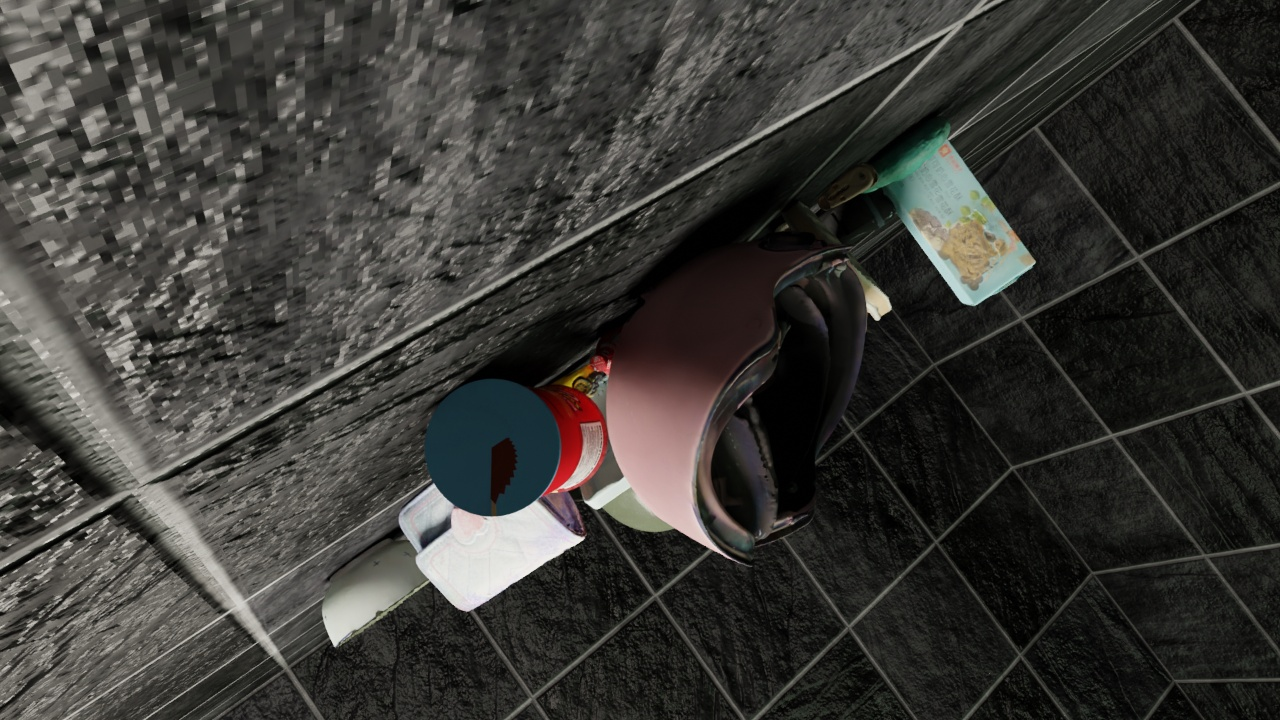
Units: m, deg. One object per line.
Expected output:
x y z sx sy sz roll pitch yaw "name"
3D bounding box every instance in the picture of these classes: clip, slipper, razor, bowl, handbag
0.188 -0.156 0.828 0.061 0.026 0.049 -36 177 12 "clip"
0.179 -0.081 0.860 0.052 0.115 0.262 -42 160 13 "slipper"
0.207 -0.138 0.974 0.063 0.053 0.141 -25 170 -46 "razor"
-0.309 0.262 1.079 0.153 0.073 0.153 -35 176 -3 "bowl"
-0.146 0.157 0.887 0.159 0.126 0.069 -36 173 23 "handbag"

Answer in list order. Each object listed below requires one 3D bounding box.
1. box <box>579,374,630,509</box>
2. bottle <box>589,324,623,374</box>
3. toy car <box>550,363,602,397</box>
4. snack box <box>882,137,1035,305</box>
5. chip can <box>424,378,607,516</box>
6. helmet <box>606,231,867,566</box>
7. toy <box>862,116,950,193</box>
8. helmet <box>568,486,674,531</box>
0.005 0.057 0.983 0.197 0.136 0.044 -36 141 9 "box"
-0.006 -0.010 0.751 0.042 0.042 0.141 -38 175 24 "bottle"
-0.076 0.038 0.799 0.107 0.030 0.049 -38 177 -1 "toy car"
0.316 -0.146 0.936 0.075 0.174 0.053 -36 -178 7 "snack box"
-0.078 0.057 0.641 0.087 0.087 0.213 -36 174 2 "chip can"
0.071 0.016 0.686 0.254 0.153 0.230 -39 134 -41 "helmet"
0.252 -0.195 0.869 0.105 0.033 0.085 -38 -174 6 "toy"
0.028 0.111 1.098 0.228 0.154 0.266 -29 -165 37 "helmet"
